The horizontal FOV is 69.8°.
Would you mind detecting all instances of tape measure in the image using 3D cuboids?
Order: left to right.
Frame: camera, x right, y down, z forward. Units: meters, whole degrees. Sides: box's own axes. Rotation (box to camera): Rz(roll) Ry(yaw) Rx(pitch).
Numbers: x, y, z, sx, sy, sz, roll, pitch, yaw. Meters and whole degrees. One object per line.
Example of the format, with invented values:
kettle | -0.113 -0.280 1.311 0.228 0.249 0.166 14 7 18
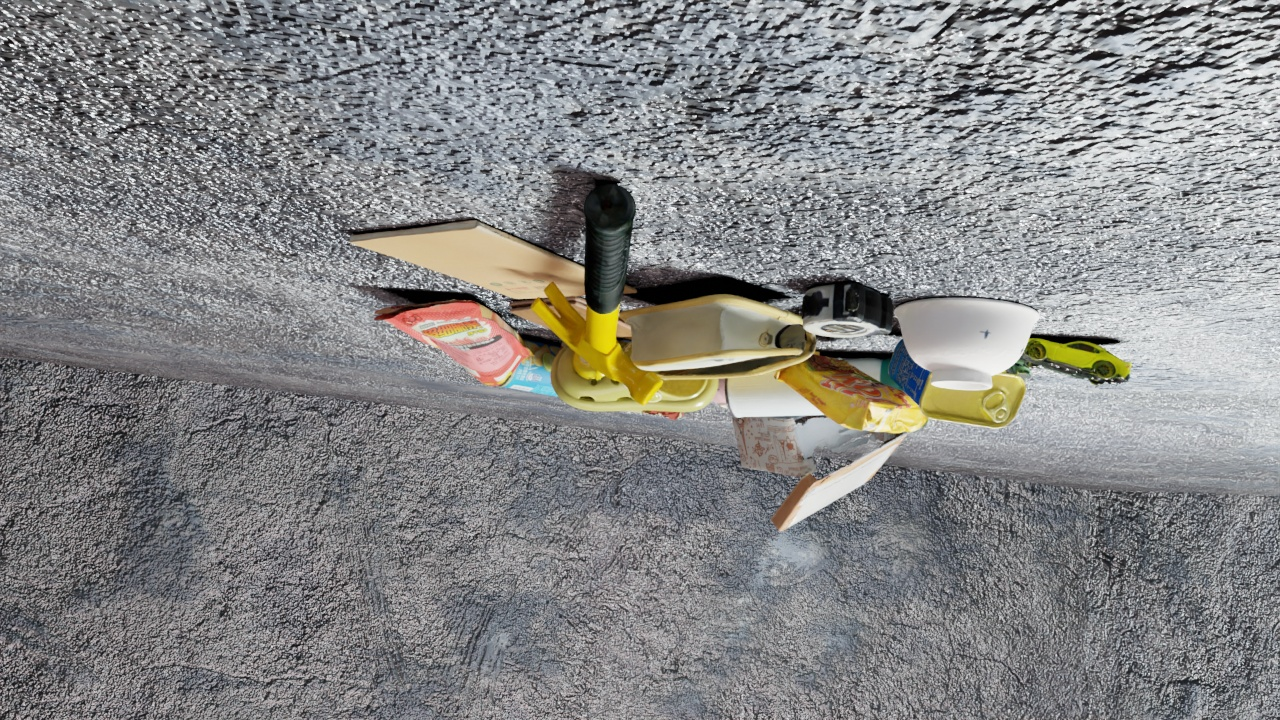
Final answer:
tape measure | 0.167 -0.041 0.761 0.066 0.033 0.065 -4 165 43

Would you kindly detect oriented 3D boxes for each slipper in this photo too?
slipper | -0.006 0.006 1.027 0.190 0.091 0.082 5 148 2

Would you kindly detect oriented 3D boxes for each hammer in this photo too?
hammer | -0.029 -0.048 0.691 0.129 0.032 0.301 37 164 7

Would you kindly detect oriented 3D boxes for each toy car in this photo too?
toy car | 0.357 0.009 0.953 0.091 0.036 0.043 2 170 34
toy car | 0.401 -0.003 0.857 0.105 0.032 0.048 16 176 19

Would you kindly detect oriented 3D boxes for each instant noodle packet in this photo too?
instant noodle packet | 0.210 0.033 0.920 0.110 0.044 0.128 3 -157 -36

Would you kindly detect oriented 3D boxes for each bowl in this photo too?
bowl | 0.276 -0.010 0.786 0.118 0.064 0.118 7 171 1

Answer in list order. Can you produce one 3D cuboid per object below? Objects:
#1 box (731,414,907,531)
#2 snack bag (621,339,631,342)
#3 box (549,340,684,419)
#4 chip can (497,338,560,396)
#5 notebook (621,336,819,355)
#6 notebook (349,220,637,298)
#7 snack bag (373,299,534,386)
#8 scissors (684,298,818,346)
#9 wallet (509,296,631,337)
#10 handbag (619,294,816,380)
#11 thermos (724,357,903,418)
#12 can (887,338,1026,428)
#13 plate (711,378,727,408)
box | 0.242 0.126 1.191 0.181 0.166 0.150 -17 -169 -29
snack bag | 0.006 -0.007 1.117 0.104 0.026 0.048 13 -171 6
box | -0.023 0.032 1.166 0.168 0.078 0.091 10 -166 -28
chip can | -0.094 0.018 1.240 0.210 0.071 0.071 13 170 -34
notebook | 0.082 -0.020 1.052 0.206 0.010 0.146 12 170 -35
notebook | -0.120 -0.081 0.789 0.148 0.008 0.207 0 170 35
snack bag | -0.201 -0.028 1.049 0.129 0.073 0.208 0 166 12
scissors | 0.117 -0.029 0.916 0.189 0.015 0.225 9 168 -16
wallet | -0.065 -0.045 0.969 0.101 0.020 0.115 -3 165 42
handbag | 0.086 -0.009 0.854 0.178 0.063 0.164 10 171 -36
thermos | 0.216 0.031 1.077 0.225 0.073 0.073 -3 169 26
can | 0.302 0.018 0.886 0.102 0.057 0.083 8 -158 -14
plate | 0.181 0.056 1.376 0.192 0.039 0.192 6 175 0
